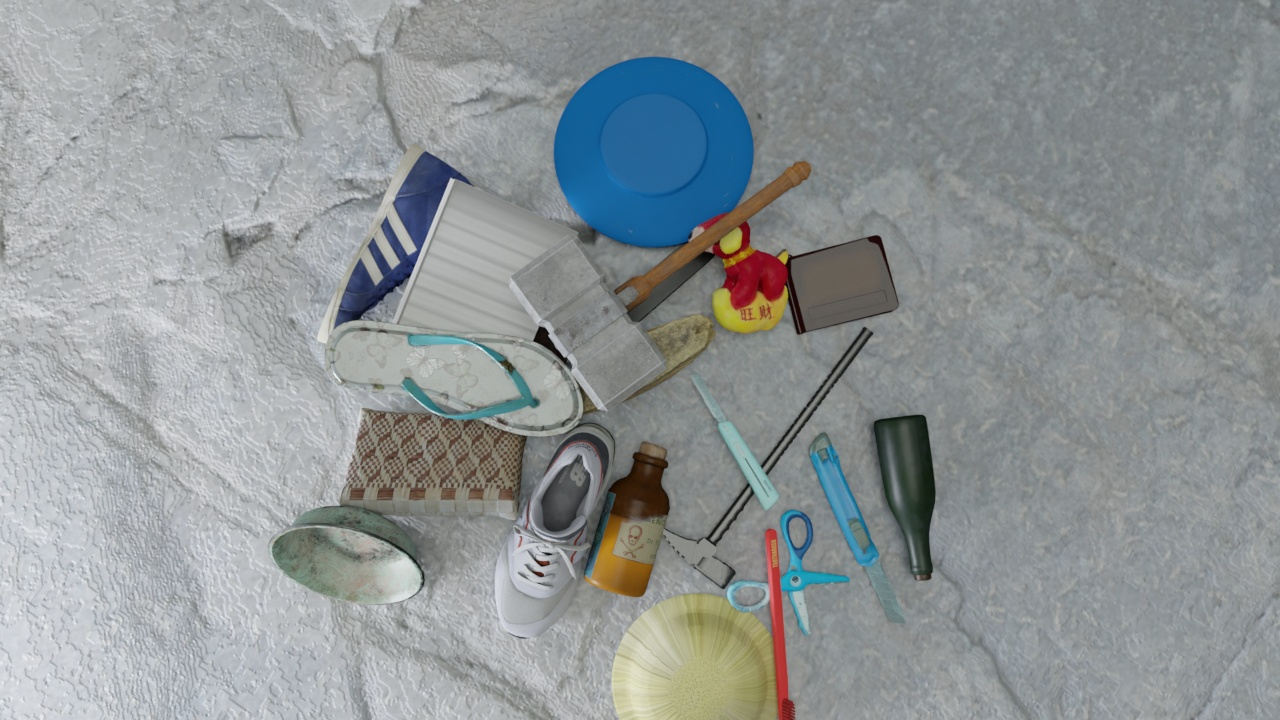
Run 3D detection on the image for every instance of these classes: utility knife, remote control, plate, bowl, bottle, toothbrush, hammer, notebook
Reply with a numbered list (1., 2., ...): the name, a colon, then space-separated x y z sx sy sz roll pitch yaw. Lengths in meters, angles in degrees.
1. utility knife: 0.236 0.184 0.995 0.031 0.015 0.221 -25 86 2
2. utility knife: 0.100 0.085 0.991 0.022 0.015 0.166 -31 80 -3
3. remote control: 0.017 -0.081 1.018 0.150 0.013 0.034 -41 86 -5
4. plate: 0.062 0.342 0.966 0.184 0.036 0.184 0 84 0
5. bowl: -0.295 0.195 0.938 0.157 0.158 0.038 8 48 0
6. bottle: 0.289 0.147 0.978 0.055 0.055 0.174 -7 86 -1
7. toothbrush: 0.149 0.285 0.970 0.012 0.018 0.212 -3 87 -27
8. hammer: 0.149 0.090 1.003 0.095 0.015 0.324 37 85 4
9. plate: 0.014 -0.237 1.020 0.224 0.024 0.224 0 81 1
10. hammer: 0.043 -0.105 0.929 0.317 0.083 0.162 -36 90 -1
11. notebook: -0.171 -0.066 0.963 0.142 0.009 0.210 22 97 -18
12. bottle: -0.007 0.164 0.967 0.068 0.068 0.157 16 85 1

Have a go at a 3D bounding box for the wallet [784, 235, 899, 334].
1. wallet: 0.219 -0.086 1.020 0.115 0.018 0.091 -13 85 0

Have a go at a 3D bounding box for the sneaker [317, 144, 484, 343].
1. sneaker: -0.239 -0.101 0.989 0.118 0.091 0.233 26 86 -9

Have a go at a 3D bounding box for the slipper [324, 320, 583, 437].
1. slipper: -0.184 0.010 0.930 0.268 0.055 0.098 15 87 -7

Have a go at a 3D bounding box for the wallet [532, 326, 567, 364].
1. wallet: -0.117 -0.037 1.007 0.099 0.031 0.120 24 90 1

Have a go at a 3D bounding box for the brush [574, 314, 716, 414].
1. brush: -0.006 0.006 0.994 0.195 0.043 0.059 -28 85 -2

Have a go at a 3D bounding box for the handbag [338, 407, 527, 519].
1. handbag: -0.212 0.108 0.962 0.186 0.047 0.124 1 49 0

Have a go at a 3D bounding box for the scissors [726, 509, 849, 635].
1. scissors: 0.160 0.228 0.990 0.134 0.011 0.139 0 83 -1

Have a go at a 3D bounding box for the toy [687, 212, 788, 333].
1. toy: 0.115 -0.096 0.995 0.105 0.067 0.137 -26 98 -17

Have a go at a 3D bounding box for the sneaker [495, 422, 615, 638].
1. sneaker: -0.092 0.175 0.936 0.089 0.124 0.239 20 85 1
